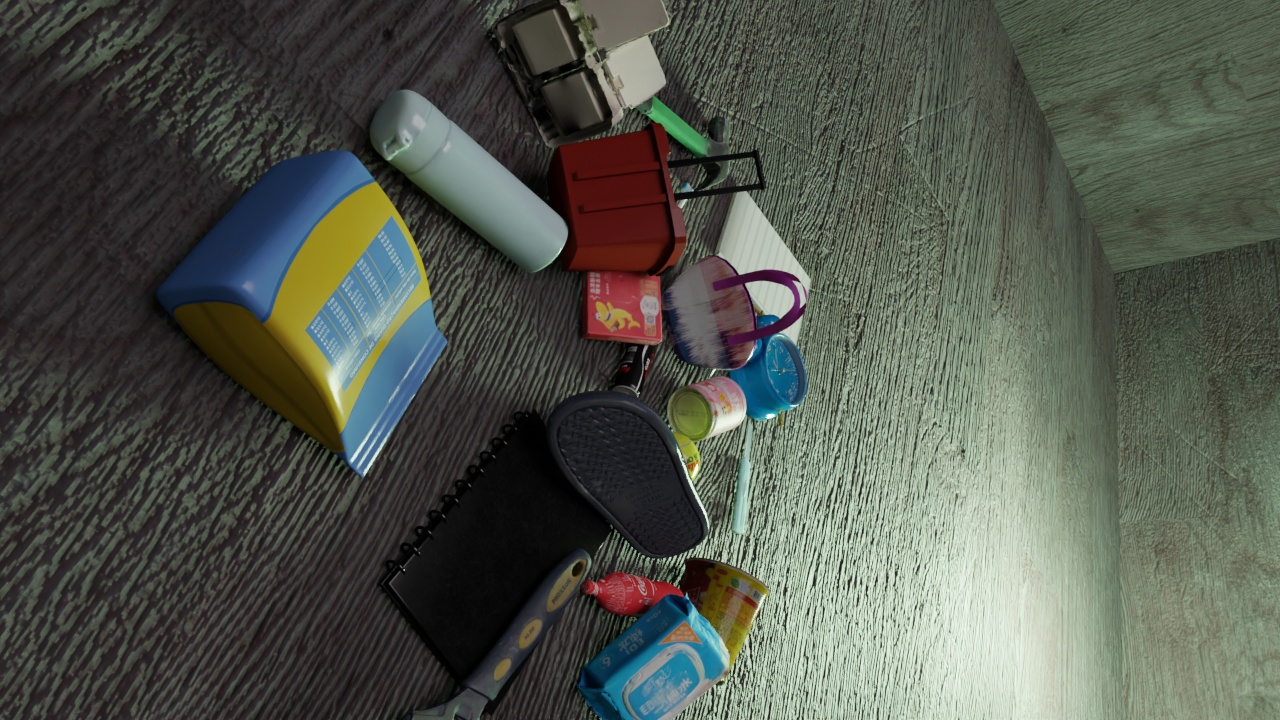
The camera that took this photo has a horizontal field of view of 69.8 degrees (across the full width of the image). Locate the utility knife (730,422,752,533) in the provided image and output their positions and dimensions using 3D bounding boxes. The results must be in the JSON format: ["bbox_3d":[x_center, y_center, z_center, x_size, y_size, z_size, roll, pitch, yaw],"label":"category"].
[{"bbox_3d":[0.130,0.149,1.171,0.022,0.015,0.158,39,48,-36],"label":"utility knife"}]

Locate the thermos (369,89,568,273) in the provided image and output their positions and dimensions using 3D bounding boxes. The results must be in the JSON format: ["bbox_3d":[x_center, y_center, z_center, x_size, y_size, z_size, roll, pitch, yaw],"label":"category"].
[{"bbox_3d":[-0.158,-0.165,0.858,0.207,0.065,0.077,39,38,-38],"label":"thermos"}]

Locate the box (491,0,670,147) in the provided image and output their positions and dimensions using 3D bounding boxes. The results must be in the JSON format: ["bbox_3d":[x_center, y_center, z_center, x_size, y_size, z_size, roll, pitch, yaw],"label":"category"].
[{"bbox_3d":[-0.044,-0.321,0.961,0.100,0.187,0.145,-68,140,-57],"label":"box"}]

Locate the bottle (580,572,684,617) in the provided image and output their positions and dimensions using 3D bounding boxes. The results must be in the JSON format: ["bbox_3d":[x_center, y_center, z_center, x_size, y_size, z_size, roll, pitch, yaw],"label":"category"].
[{"bbox_3d":[-0.009,0.242,0.944,0.141,0.042,0.041,26,60,-45],"label":"bottle"}]

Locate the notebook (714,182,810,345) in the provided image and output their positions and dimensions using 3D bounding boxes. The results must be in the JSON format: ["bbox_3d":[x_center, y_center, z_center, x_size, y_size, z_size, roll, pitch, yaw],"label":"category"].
[{"bbox_3d":[0.180,-0.132,1.314,0.210,0.009,0.142,47,47,-33],"label":"notebook"}]

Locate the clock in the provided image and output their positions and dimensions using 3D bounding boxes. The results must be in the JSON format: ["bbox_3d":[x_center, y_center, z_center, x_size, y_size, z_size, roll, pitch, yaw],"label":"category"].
[{"bbox_3d":[0.162,0.003,1.211,0.116,0.060,0.161,-45,113,-47],"label":"clock"}]

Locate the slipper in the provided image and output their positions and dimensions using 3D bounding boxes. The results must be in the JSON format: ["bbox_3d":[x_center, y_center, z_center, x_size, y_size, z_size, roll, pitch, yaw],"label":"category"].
[{"bbox_3d":[-0.006,0.104,0.934,0.083,0.111,0.268,-106,169,-47],"label":"slipper"}]

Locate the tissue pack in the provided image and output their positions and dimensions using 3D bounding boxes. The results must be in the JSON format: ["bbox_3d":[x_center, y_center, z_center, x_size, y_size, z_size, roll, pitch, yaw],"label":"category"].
[{"bbox_3d":[0.015,0.307,0.905,0.144,0.062,0.093,-38,115,-9],"label":"tissue pack"}]

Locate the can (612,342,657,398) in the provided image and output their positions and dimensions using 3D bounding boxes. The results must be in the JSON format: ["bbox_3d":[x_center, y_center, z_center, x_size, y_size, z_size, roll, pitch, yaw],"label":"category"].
[{"bbox_3d":[-0.006,0.006,1.024,0.031,0.032,0.080,46,48,-33],"label":"can"}]

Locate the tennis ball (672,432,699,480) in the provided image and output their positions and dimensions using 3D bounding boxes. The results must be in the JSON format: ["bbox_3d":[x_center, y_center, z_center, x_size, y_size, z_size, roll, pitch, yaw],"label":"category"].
[{"bbox_3d":[0.033,0.112,1.015,0.065,0.065,0.065,18,66,-47],"label":"tennis ball"}]

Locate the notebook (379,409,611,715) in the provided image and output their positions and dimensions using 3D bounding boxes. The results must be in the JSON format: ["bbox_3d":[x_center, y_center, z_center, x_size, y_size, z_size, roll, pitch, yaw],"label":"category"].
[{"bbox_3d":[-0.122,0.174,0.843,0.169,0.019,0.230,60,41,-22],"label":"notebook"}]

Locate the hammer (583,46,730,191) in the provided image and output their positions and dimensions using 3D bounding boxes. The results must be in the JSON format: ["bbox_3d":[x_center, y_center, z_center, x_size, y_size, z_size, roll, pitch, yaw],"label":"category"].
[{"bbox_3d":[0.011,-0.318,1.141,0.318,0.032,0.130,29,59,-43],"label":"hammer"}]

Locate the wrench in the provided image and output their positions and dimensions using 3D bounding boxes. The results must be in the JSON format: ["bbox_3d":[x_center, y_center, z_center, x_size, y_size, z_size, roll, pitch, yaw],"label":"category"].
[{"bbox_3d":[-0.119,0.257,0.792,0.073,0.022,0.272,59,42,-16],"label":"wrench"}]

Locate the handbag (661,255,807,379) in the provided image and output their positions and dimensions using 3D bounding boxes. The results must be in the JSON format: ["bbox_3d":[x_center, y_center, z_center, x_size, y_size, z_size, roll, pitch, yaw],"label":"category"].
[{"bbox_3d":[0.116,-0.059,1.083,0.067,0.170,0.144,-19,94,-52],"label":"handbag"}]

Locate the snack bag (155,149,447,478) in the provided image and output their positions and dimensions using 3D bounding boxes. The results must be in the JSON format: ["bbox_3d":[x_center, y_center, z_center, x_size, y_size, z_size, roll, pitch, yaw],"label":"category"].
[{"bbox_3d":[-0.235,-0.032,0.707,0.205,0.102,0.158,62,39,-39],"label":"snack bag"}]

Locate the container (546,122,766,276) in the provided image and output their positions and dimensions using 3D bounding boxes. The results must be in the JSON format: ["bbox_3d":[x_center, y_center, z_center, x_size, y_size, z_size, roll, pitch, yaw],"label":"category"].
[{"bbox_3d":[0.014,-0.168,0.966,0.200,0.127,0.148,-8,81,-16],"label":"container"}]

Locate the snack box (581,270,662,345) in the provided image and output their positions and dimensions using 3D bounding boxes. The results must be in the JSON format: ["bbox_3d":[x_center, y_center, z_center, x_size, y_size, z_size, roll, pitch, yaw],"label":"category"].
[{"bbox_3d":[-0.021,-0.086,1.014,0.089,0.021,0.132,6,74,-24],"label":"snack box"}]

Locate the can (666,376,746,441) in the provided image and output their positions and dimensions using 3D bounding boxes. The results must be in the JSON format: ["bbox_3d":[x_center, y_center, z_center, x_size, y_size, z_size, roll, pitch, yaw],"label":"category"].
[{"bbox_3d":[0.079,0.057,1.087,0.076,0.067,0.067,-13,90,-51],"label":"can"}]

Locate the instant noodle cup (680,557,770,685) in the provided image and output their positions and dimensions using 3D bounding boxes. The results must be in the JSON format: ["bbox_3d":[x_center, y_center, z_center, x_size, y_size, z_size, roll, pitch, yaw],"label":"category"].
[{"bbox_3d":[0.076,0.287,1.005,0.100,0.101,0.112,45,58,-34],"label":"instant noodle cup"}]

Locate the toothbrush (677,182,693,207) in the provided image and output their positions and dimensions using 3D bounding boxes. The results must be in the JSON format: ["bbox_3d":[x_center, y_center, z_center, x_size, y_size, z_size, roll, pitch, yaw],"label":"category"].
[{"bbox_3d":[0.025,-0.149,1.113,0.026,0.027,0.221,58,41,-32],"label":"toothbrush"}]
